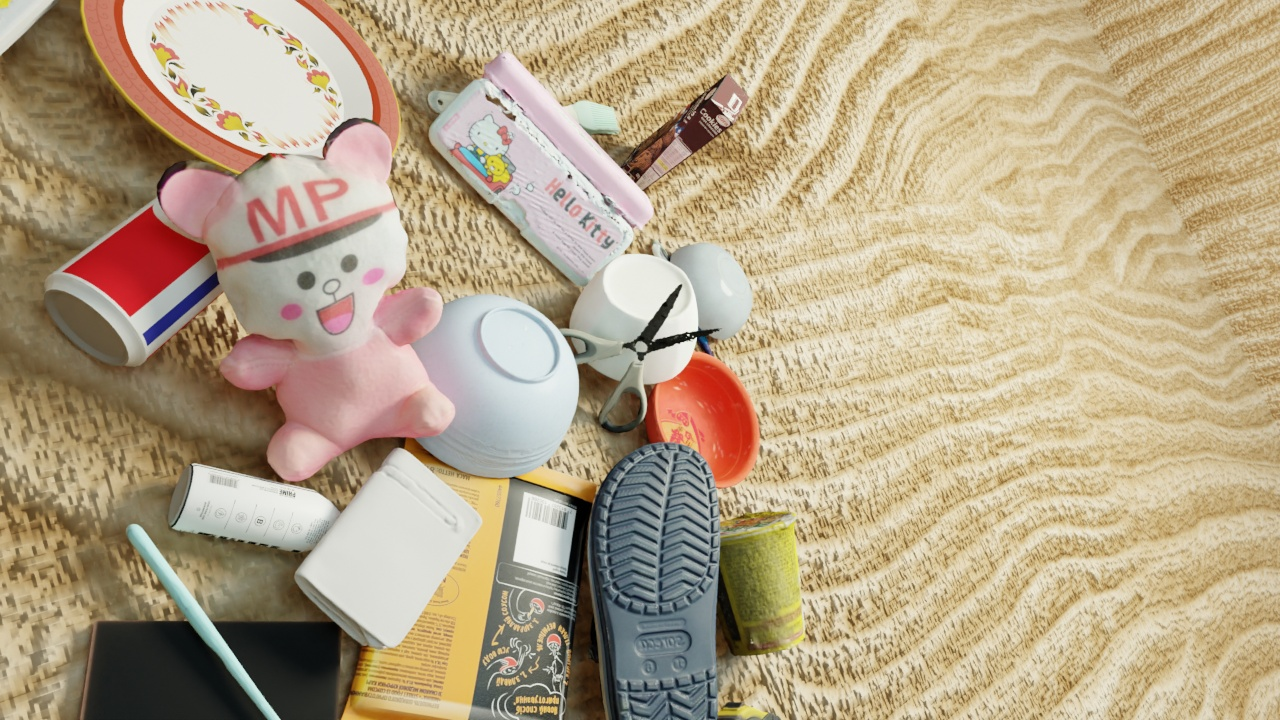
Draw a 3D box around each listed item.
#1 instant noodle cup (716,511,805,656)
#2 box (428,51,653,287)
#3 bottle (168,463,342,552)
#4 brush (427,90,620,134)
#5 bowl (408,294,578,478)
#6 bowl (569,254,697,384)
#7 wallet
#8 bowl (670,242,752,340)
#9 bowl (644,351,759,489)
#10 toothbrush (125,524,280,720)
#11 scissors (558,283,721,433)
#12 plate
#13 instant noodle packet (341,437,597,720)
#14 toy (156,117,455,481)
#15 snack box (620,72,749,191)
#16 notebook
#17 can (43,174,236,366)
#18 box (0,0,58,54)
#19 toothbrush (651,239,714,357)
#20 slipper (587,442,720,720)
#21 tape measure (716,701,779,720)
[{"bbox_3d":[0.100,0.194,0.803,0.102,0.102,0.108,-11,87,-44],"label":"instant noodle cup"},{"bbox_3d":[-0.089,-0.172,0.840,0.201,0.103,0.100,44,11,-19],"label":"box"},{"bbox_3d":[-0.234,0.098,0.586,0.116,0.041,0.041,21,58,-33],"label":"bottle"},{"bbox_3d":[-0.106,-0.238,0.878,0.217,0.012,0.033,-7,76,-41],"label":"brush"},{"bbox_3d":[-0.106,0.006,0.696,0.150,0.075,0.150,22,45,-24],"label":"bowl"},{"bbox_3d":[-0.001,-0.043,0.807,0.116,0.066,0.116,8,49,-10],"label":"bowl"},{"bbox_3d":[-0.165,0.123,0.604,0.086,0.032,0.115,51,45,-16],"label":"wallet"},{"bbox_3d":[0.079,-0.076,0.929,0.106,0.039,0.106,33,41,-35],"label":"bowl"},{"bbox_3d":[0.049,0.059,0.850,0.130,0.045,0.130,19,59,-35],"label":"bowl"},{"bbox_3d":[-0.248,0.171,0.537,0.016,0.016,0.180,-35,93,-33],"label":"toothbrush"},{"bbox_3d":[-0.015,-0.001,0.765,0.169,0.158,0.012,10,36,11],"label":"scissors"},{"bbox_3d":[-0.287,-0.215,0.681,0.229,0.021,0.229,27,44,-30],"label":"plate"},{"bbox_3d":[-0.114,0.170,0.660,0.159,0.032,0.220,21,58,-25],"label":"instant noodle packet"},{"bbox_3d":[-0.202,-0.036,0.585,0.142,0.084,0.213,-18,115,-13],"label":"toy"},{"bbox_3d":[0.040,-0.221,0.905,0.032,0.141,0.050,44,48,-17],"label":"snack box"},{"bbox_3d":[-0.244,0.255,0.519,0.141,0.008,0.208,11,64,-34],"label":"notebook"},{"bbox_3d":[-0.300,-0.061,0.581,0.070,0.070,0.131,45,47,-16],"label":"can"},{"bbox_3d":[-0.422,-0.200,0.538,0.080,0.084,0.209,40,49,-31],"label":"box"},{"bbox_3d":[0.058,-0.038,0.923,0.016,0.017,0.189,-27,90,-49],"label":"toothbrush"},{"bbox_3d":[0.005,0.192,0.721,0.105,0.095,0.252,4,70,-13],"label":"slipper"},{"bbox_3d":[0.082,0.322,0.764,0.062,0.038,0.067,35,53,-35],"label":"tape measure"}]
